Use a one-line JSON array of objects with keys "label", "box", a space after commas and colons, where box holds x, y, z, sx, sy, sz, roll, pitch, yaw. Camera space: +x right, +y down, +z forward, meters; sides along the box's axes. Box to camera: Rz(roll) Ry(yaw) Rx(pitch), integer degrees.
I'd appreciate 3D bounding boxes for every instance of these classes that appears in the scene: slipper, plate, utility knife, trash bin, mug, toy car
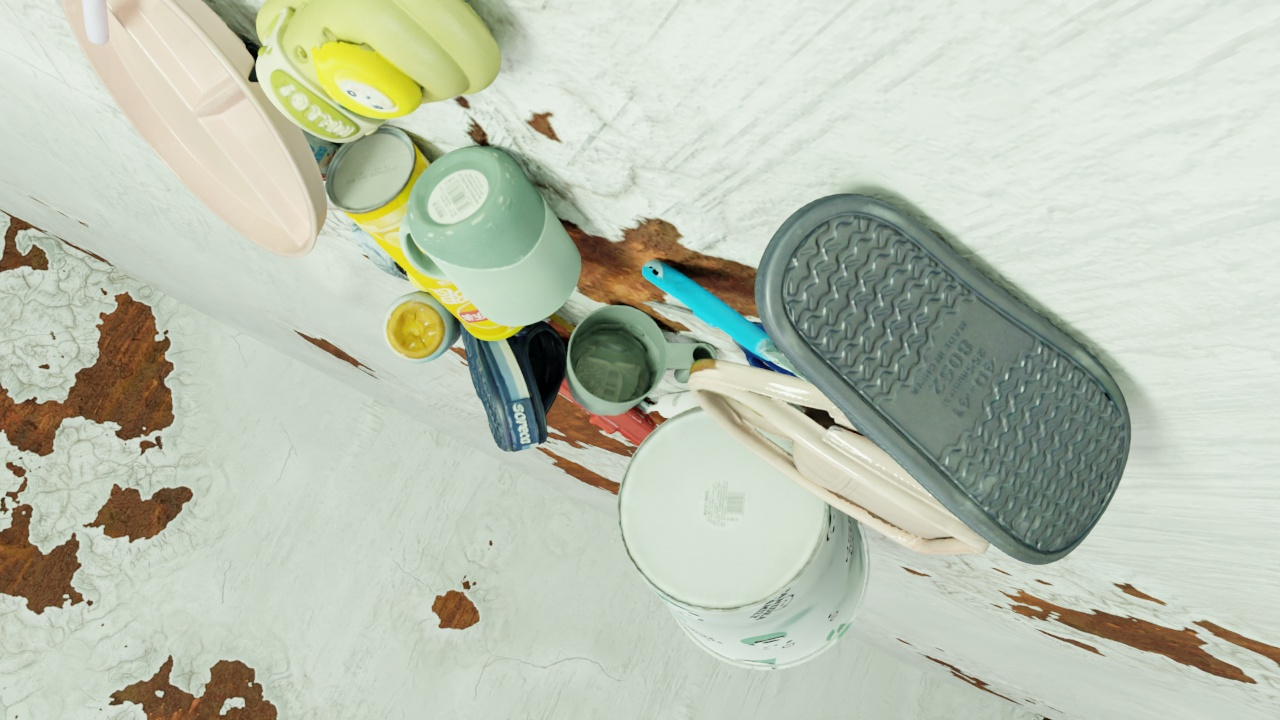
[{"label": "slipper", "box": [-0.147, -0.148, 0.471, 0.191, 0.081, 0.091, 13, 164, 48]}, {"label": "plate", "box": [-0.296, -0.169, 0.619, 0.229, 0.028, 0.230, 30, 150, 20]}, {"label": "utility knife", "box": [0.055, -0.023, 0.566, 0.034, 0.018, 0.191, 28, -172, -34]}, {"label": "trash bin", "box": [0.098, 0.168, 0.884, 0.230, 0.229, 0.252, 19, 164, 23]}, {"label": "mug", "box": [-0.005, 0.005, 0.804, 0.124, 0.083, 0.103, 2, 169, -8]}, {"label": "mug", "box": [-0.110, -0.082, 0.612, 0.112, 0.082, 0.106, -4, 153, 19]}, {"label": "toy car", "box": [-0.242, -0.102, 0.895, 0.049, 0.031, 0.105, 17, 163, 29]}, {"label": "slipper", "box": [0.159, 0.006, 0.493, 0.268, 0.111, 0.083, 37, -177, -22]}, {"label": "slipper", "box": [-0.114, -0.003, 0.856, 0.095, 0.105, 0.252, -10, -156, -12]}]

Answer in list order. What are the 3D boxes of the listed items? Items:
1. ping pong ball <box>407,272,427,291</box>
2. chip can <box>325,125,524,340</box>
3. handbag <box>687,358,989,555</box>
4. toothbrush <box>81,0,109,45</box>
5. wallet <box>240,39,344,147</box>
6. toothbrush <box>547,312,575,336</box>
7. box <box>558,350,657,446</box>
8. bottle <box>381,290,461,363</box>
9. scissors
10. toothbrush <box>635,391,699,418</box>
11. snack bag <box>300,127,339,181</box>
[{"label": "ping pong ball", "box": [-0.199, -0.085, 0.865, 0.040, 0.040, 0.040, 24, 166, 6]}, {"label": "chip can", "box": [-0.153, -0.089, 0.708, 0.072, 0.072, 0.213, 19, 164, 25]}, {"label": "handbag", "box": [0.141, 0.058, 0.672, 0.234, 0.093, 0.193, 22, 169, 10]}, {"label": "toothbrush", "box": [-0.306, -0.227, 0.502, 0.021, 0.029, 0.190, -9, 169, -27]}, {"label": "wallet", "box": [-0.257, -0.182, 0.662, 0.097, 0.019, 0.121, 10, 161, 44]}, {"label": "toothbrush", "box": [-0.109, -0.060, 0.855, 0.191, 0.016, 0.018, 35, 172, -37]}, {"label": "box", "box": [-0.070, 0.031, 1.053, 0.161, 0.060, 0.201, 28, 173, 46]}, {"label": "bottle", "box": [-0.217, -0.040, 0.947, 0.068, 0.068, 0.189, 27, -176, -7]}, {"label": "scissors", "box": [0.077, -0.020, 0.686, 0.176, 0.012, 0.163, 37, 163, -35]}, {"label": "toothbrush", "box": [0.040, 0.046, 0.960, 0.026, 0.026, 0.221, 38, 164, -13]}, {"label": "snack bag", "box": [-0.249, -0.157, 0.654, 0.105, 0.026, 0.045, 33, 162, -28]}]
